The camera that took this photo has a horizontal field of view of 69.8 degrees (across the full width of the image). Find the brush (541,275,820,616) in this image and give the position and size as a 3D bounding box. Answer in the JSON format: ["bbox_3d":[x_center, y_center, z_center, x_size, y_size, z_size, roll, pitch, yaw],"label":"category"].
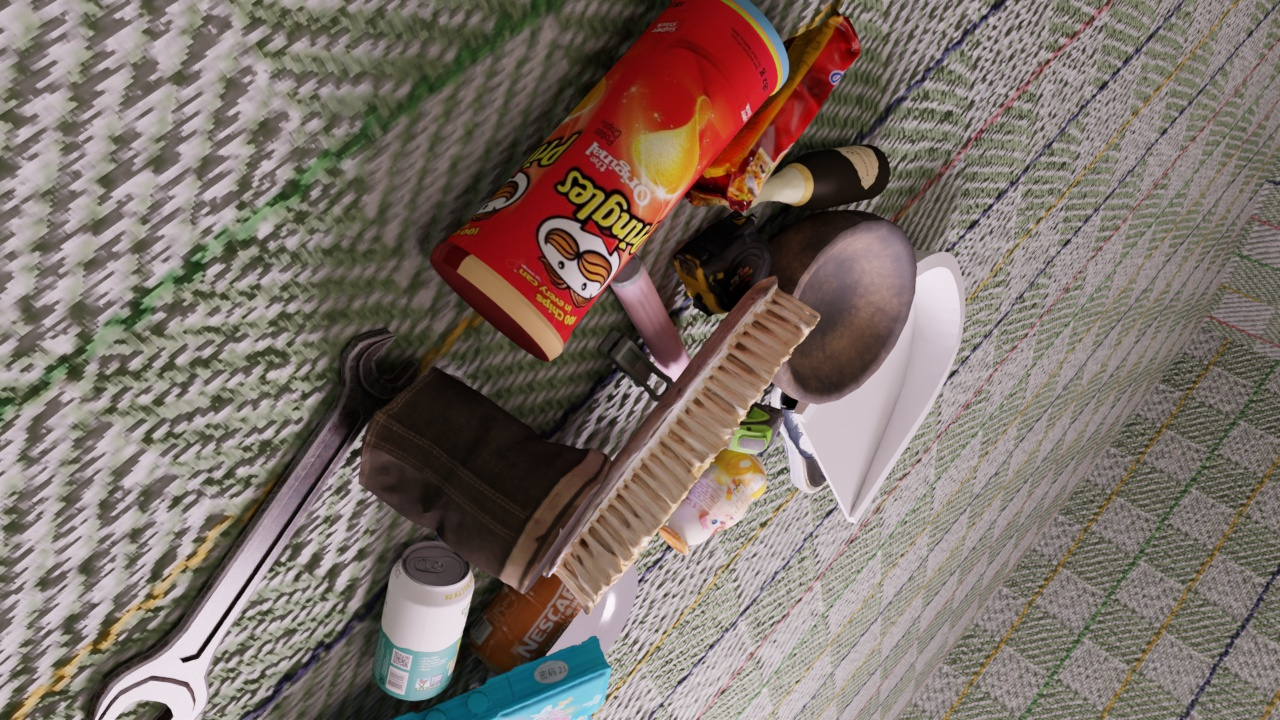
[{"bbox_3d":[0.026,0.058,0.651,0.271,0.056,0.083,-52,176,0],"label":"brush"}]

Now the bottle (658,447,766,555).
[{"bbox_3d":[0.065,0.127,0.836,0.109,0.063,0.063,-44,146,-18],"label":"bottle"}]

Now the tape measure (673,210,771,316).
[{"bbox_3d":[0.063,-0.070,0.683,0.071,0.042,0.072,-44,141,-19],"label":"tape measure"}]

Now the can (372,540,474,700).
[{"bbox_3d":[-0.145,0.175,0.615,0.054,0.055,0.102,-13,128,-47],"label":"can"}]

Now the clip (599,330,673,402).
[{"bbox_3d":[-0.003,0.004,0.676,0.023,0.037,0.075,-51,142,-5],"label":"clip"}]

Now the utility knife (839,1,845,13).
[{"bbox_3d":[0.128,-0.213,0.665,0.141,0.015,0.022,-64,171,9],"label":"utility knife"}]

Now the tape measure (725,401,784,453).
[{"bbox_3d":[0.088,0.052,0.801,0.058,0.066,0.036,-49,154,-58],"label":"tape measure"}]

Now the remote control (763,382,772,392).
[{"bbox_3d":[0.149,-0.038,0.841,0.150,0.022,0.047,-49,147,-8],"label":"remote control"}]

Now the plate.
[{"bbox_3d":[-0.070,0.244,0.813,0.178,0.012,0.179,-33,141,-32],"label":"plate"}]

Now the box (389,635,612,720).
[{"bbox_3d":[-0.136,0.296,0.699,0.226,0.039,0.182,-18,145,-20],"label":"box"}]

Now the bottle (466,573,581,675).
[{"bbox_3d":[-0.063,0.166,0.710,0.167,0.059,0.059,-52,147,-6],"label":"bottle"}]

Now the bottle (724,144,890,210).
[{"bbox_3d":[0.125,-0.135,0.700,0.184,0.045,0.045,-19,132,-43],"label":"bottle"}]

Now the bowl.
[{"bbox_3d":[0.149,-0.050,0.762,0.161,0.070,0.162,-20,125,-31],"label":"bowl"}]

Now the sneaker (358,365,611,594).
[{"bbox_3d":[-0.091,0.071,0.571,0.095,0.120,0.234,-56,177,0],"label":"sneaker"}]

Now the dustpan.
[{"bbox_3d":[0.252,0.008,0.908,0.257,0.053,0.191,-60,139,-25],"label":"dustpan"}]

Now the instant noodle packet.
[{"bbox_3d":[0.081,-0.155,0.590,0.039,0.098,0.135,37,85,-12],"label":"instant noodle packet"}]

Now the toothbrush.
[{"bbox_3d":[0.020,-0.008,0.695,0.027,0.027,0.223,-68,153,-23],"label":"toothbrush"}]

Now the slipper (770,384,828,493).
[{"bbox_3d":[0.197,0.066,0.959,0.111,0.063,0.264,-44,148,-17],"label":"slipper"}]

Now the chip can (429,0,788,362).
[{"bbox_3d":[-0.014,-0.106,0.509,0.213,0.087,0.087,-50,147,-10],"label":"chip can"}]

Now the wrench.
[{"bbox_3d":[-0.209,0.100,0.508,0.273,0.010,0.070,-56,148,0],"label":"wrench"}]
